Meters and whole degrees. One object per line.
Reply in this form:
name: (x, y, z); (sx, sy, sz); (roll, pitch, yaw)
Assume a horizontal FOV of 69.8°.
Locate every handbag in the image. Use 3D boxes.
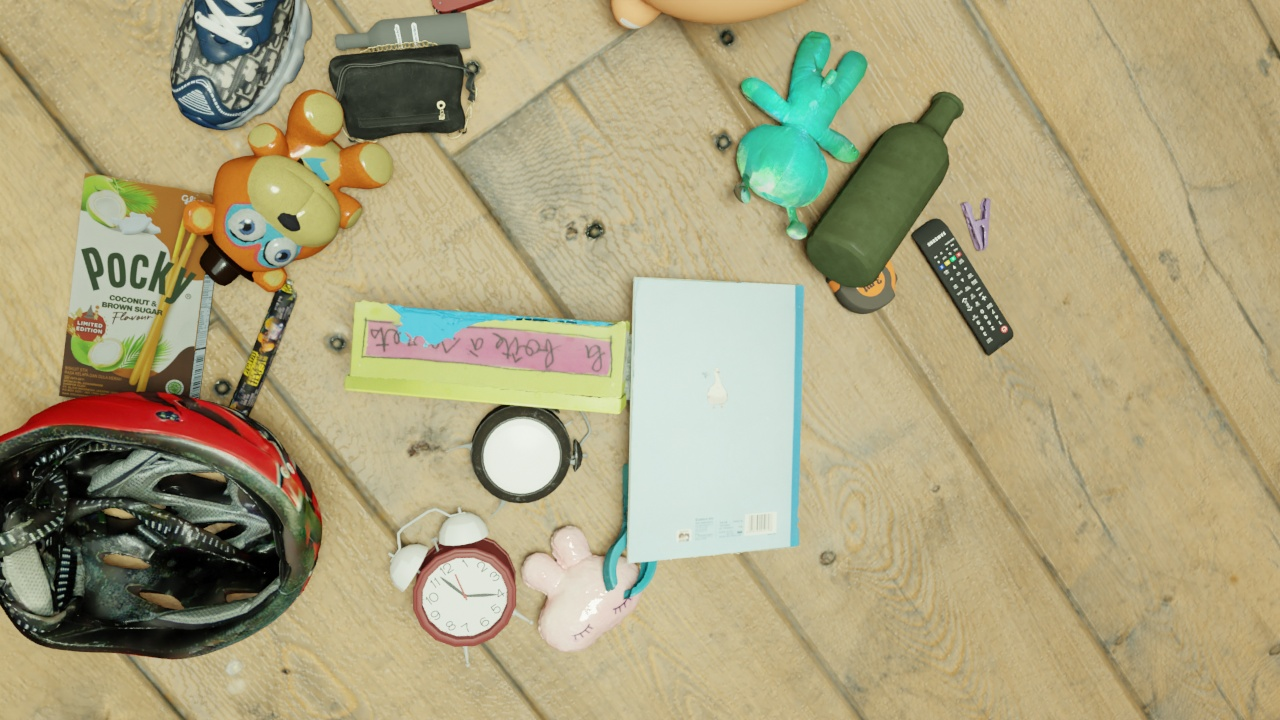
handbag: (-0.203, -0.223, 0.778); (0.128, 0.054, 0.079); (-7, 127, -6)

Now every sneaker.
sneaker: (-0.306, -0.314, 0.720); (0.103, 0.132, 0.269); (25, 92, -12)

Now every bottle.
bottle: (0.231, -0.163, 0.835); (0.071, 0.071, 0.206); (40, 73, -10)
bottle: (-0.205, -0.279, 0.789); (0.113, 0.030, 0.030); (-8, 96, -7)

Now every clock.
clock: (-0.103, 0.081, 0.830); (0.122, 0.044, 0.091); (-31, 99, -5)
clock: (-0.165, 0.198, 0.830); (0.096, 0.048, 0.137); (-33, 100, -4)

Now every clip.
clip: (-0.008, 0.154, 0.836); (0.103, 0.027, 0.119); (24, 64, -8)
clip: (0.331, -0.136, 0.890); (0.045, 0.014, 0.051); (-37, 96, -6)

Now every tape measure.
tape measure: (-0.159, -0.332, 0.797); (0.059, 0.019, 0.051); (-21, 98, -6)
tape measure: (0.212, -0.074, 0.867); (0.058, 0.038, 0.059); (-35, 85, -4)

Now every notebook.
notebook: (0.072, 0.054, 0.840); (0.180, 0.009, 0.253); (1, 92, -25)

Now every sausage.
sausage: (-0.333, 0.002, 0.802); (0.020, 0.020, 0.155); (23, 92, -10)

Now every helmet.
helmet: (-0.382, 0.124, 0.726); (0.272, 0.166, 0.218); (2, 115, 0)

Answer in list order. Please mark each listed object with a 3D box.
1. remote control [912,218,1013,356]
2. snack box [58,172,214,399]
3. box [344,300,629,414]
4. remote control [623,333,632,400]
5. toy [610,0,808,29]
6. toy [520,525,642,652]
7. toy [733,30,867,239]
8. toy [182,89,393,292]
remote control: (0.314, -0.070, 0.891); (0.033, 0.015, 0.147); (-36, 99, -4)
snack box: (-0.421, -0.056, 0.778); (0.101, 0.031, 0.186); (8, 94, -9)
box: (-0.120, -0.003, 0.766); (0.221, 0.124, 0.080); (3, 91, -1)
remote control: (-0.005, 0.005, 0.845); (0.114, 0.028, 0.060); (-9, 97, -8)
toy: (0.063, -0.397, 0.710); (0.281, 0.265, 0.263); (-33, 132, 13)
toy: (-0.058, 0.208, 0.846); (0.108, 0.053, 0.105); (-40, 87, -12)
toy: (0.145, -0.209, 0.831); (0.130, 0.072, 0.193); (26, 82, -9)
toy: (-0.294, -0.134, 0.760); (0.176, 0.096, 0.112); (-43, 132, 2)
